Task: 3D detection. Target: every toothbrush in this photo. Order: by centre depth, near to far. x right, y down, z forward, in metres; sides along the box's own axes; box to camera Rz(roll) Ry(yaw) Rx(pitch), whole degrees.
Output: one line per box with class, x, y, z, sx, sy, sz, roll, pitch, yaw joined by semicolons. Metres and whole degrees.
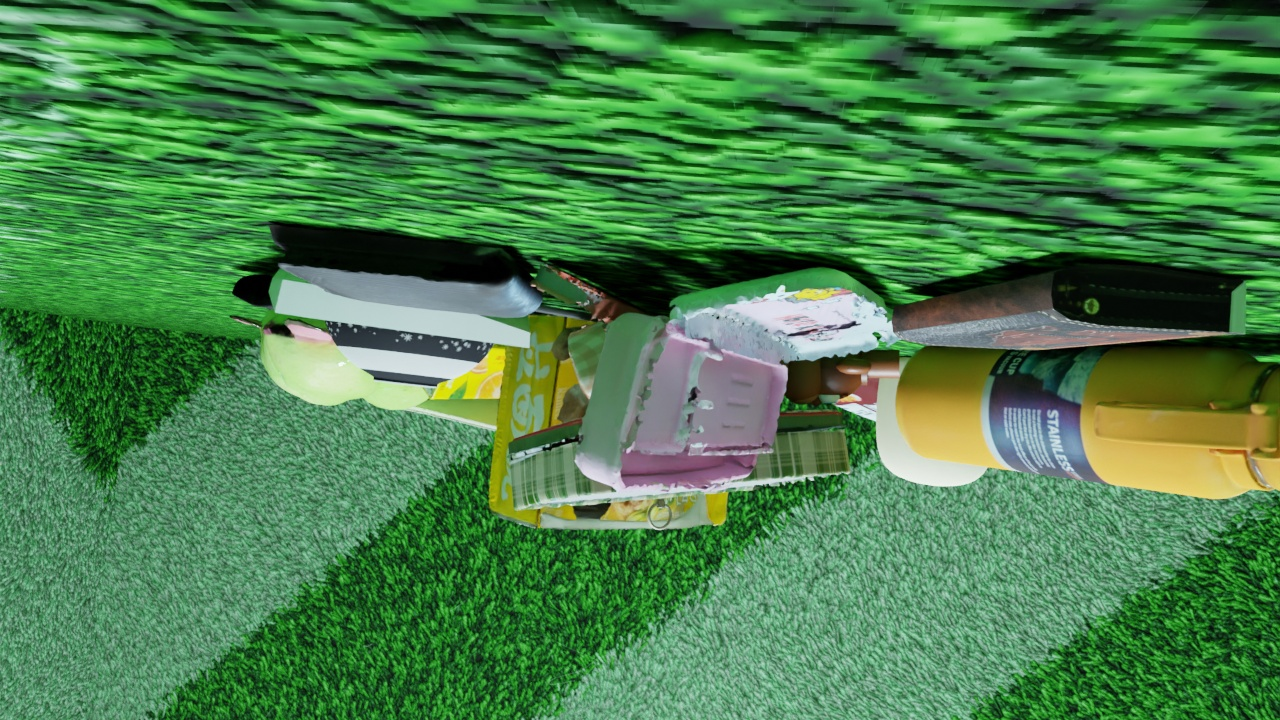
toothbrush;-0.015;-0.026;0.664;0.167;0.013;0.013;9;177;-24

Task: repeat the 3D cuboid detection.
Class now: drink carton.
drink carton;-0.129;0.001;0.814;0.134;0.059;0.043;2;-146;-46

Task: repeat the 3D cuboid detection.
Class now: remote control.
remote control;-0.134;-0.036;0.522;0.143;0.024;0.049;8;-161;-13
remote control;-0.233;-0.043;0.600;0.041;0.020;0.152;5;-175;-34

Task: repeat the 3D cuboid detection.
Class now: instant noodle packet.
instant noodle packet;-0.002;0.055;0.761;0.221;0.163;0.084;8;176;-35

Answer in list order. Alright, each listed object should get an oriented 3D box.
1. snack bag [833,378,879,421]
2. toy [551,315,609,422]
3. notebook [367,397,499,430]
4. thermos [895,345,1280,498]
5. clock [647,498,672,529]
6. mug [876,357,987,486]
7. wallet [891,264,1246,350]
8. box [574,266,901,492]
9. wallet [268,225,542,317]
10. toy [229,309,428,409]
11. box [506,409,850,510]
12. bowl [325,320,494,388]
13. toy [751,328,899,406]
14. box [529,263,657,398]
snack bag;0.222;0.035;0.881;0.207;0.066;0.139;10;171;-29
toy;-0.004;0.004;0.626;0.106;0.074;0.085;-9;176;5
notebook;-0.119;0.025;0.930;0.253;0.010;0.181;11;-152;17
thermos;0.247;0.033;0.495;0.091;0.076;0.233;-33;-162;-27
clock;0.019;0.057;0.698;0.092;0.140;0.055;10;172;-29
mug;0.254;0.054;0.751;0.120;0.099;0.096;7;177;-2
wallet;0.154;-0.018;0.348;0.072;0.019;0.123;3;178;-7
box;0.051;0.002;0.445;0.077;0.146;0.201;49;-166;19
wallet;-0.109;-0.040;0.445;0.115;0.026;0.089;6;176;4
toy;-0.254;-0.005;0.816;0.150;0.107;0.196;5;-174;38
box;0.026;0.063;0.597;0.205;0.051;0.118;-1;167;-29
bowl;-0.157;-0.016;0.627;0.120;0.066;0.120;7;177;0
toy;0.110;0.011;0.624;0.128;0.065;0.094;1;-179;15
box;-0.003;-0.010;0.497;0.042;0.082;0.187;-21;168;14
